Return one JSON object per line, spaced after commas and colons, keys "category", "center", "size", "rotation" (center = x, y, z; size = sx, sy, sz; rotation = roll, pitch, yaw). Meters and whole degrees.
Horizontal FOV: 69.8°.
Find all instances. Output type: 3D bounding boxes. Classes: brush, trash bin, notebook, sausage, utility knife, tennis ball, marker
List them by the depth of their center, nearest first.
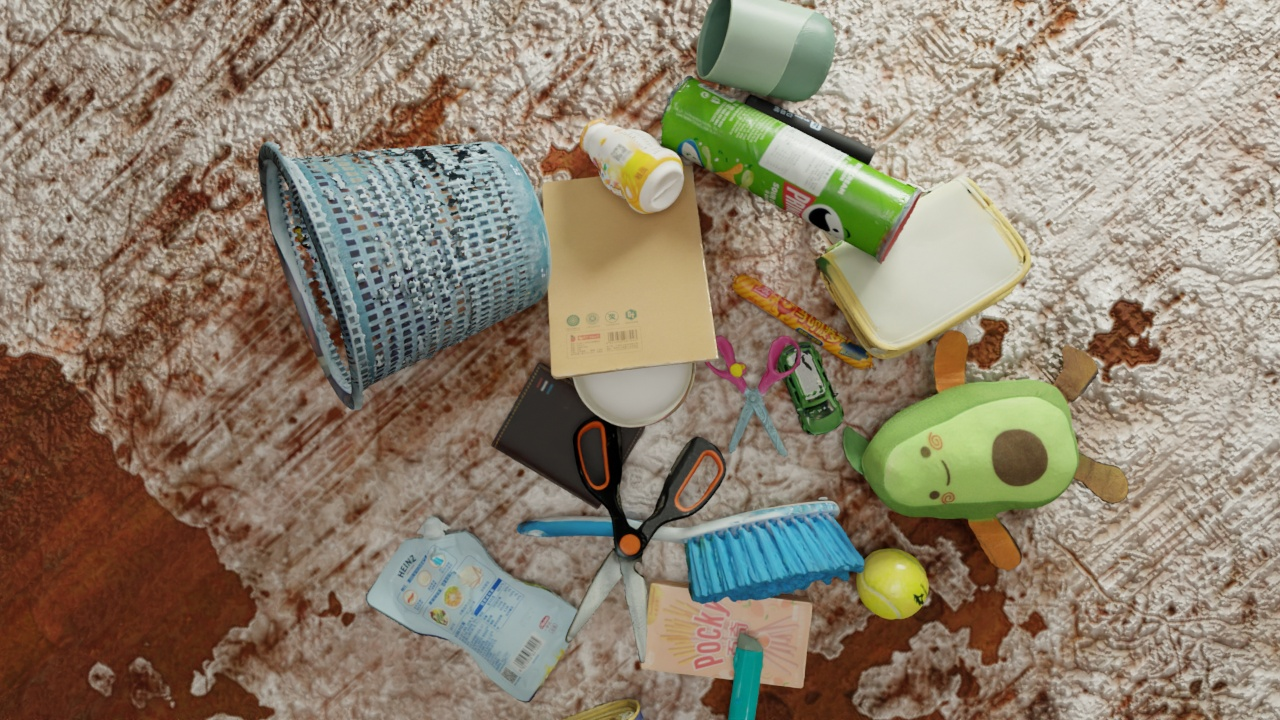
{"category": "trash bin", "center": [-0.193, -0.093, 0.791], "size": [0.194, 0.227, 0.226], "rotation": [-20, 91, -25]}
{"category": "notebook", "center": [-0.014, -0.086, 0.842], "size": [0.148, 0.008, 0.207], "rotation": [-7, 65, 2]}
{"category": "tennis ball", "center": [0.235, 0.208, 0.857], "size": [0.065, 0.065, 0.065], "rotation": [0, 91, 2]}
{"category": "brush", "center": [0.043, 0.178, 0.865], "size": [0.314, 0.061, 0.109], "rotation": [-11, 62, 0]}
{"category": "marker", "center": [0.159, -0.218, 0.873], "size": [0.132, 0.020, 0.022], "rotation": [24, 121, 0]}
{"category": "sausage", "center": [0.155, -0.036, 0.876], "size": [0.165, 0.021, 0.021], "rotation": [32, 92, 1]}
{"category": "utility knife", "center": [0.093, 0.355, 0.877], "size": [0.029, 0.013, 0.209], "rotation": [6, 103, -1]}

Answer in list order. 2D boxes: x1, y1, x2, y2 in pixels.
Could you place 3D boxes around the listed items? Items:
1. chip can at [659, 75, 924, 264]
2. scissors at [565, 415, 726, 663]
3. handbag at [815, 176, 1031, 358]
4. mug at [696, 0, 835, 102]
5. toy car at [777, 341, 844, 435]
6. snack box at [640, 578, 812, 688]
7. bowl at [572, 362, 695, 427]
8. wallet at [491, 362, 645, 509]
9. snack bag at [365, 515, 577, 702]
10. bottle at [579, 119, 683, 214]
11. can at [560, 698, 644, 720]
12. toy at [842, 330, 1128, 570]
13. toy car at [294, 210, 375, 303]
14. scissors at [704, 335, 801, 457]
{"category": "chip can", "center": [0.130, -0.174, 0.825], "size": [0.236, 0.072, 0.072], "rotation": [31, 92, 13]}
{"category": "scissors", "center": [-0.010, 0.147, 0.841], "size": [0.220, 0.022, 0.222], "rotation": [-36, 76, -18]}
{"category": "handbag", "center": [0.247, -0.107, 0.860], "size": [0.163, 0.063, 0.178], "rotation": [-30, 75, 2]}
{"category": "mug", "center": [0.113, -0.294, 0.840], "size": [0.106, 0.082, 0.111], "rotation": [8, 50, -16]}
{"category": "toy car", "center": [0.162, 0.028, 0.871], "size": [0.043, 0.036, 0.091], "rotation": [-23, 94, 1]}
{"category": "snack box", "center": [0.082, 0.262, 0.883], "size": [0.157, 0.026, 0.084], "rotation": [6, 92, 1]}
{"category": "bowl", "center": [-0.005, 0.005, 0.862], "size": [0.113, 0.062, 0.113], "rotation": [0, 89, 3]}
{"category": "wallet", "center": [-0.069, 0.072, 0.888], "size": [0.122, 0.020, 0.096], "rotation": [31, 92, -1]}
{"category": "snack bag", "center": [-0.159, 0.238, 0.886], "size": [0.191, 0.038, 0.110], "rotation": [34, 97, 3]}
{"category": "bottle", "center": [-0.011, -0.183, 0.847], "size": [0.063, 0.063, 0.108], "rotation": [-48, 60, 2]}
{"category": "can", "center": [-0.061, 0.373, 0.867], "size": [0.148, 0.074, 0.049], "rotation": [-22, 93, 2]}
{"category": "toy", "center": [0.317, 0.081, 0.840], "size": [0.247, 0.090, 0.227], "rotation": [-14, 88, 0]}
{"category": "toy car", "center": [-0.286, -0.098, 0.883], "size": [0.056, 0.037, 0.122], "rotation": [-25, 103, 0]}
{"category": "scissors", "center": [0.112, 0.028, 0.866], "size": [0.129, 0.017, 0.133], "rotation": [-32, 82, 29]}
